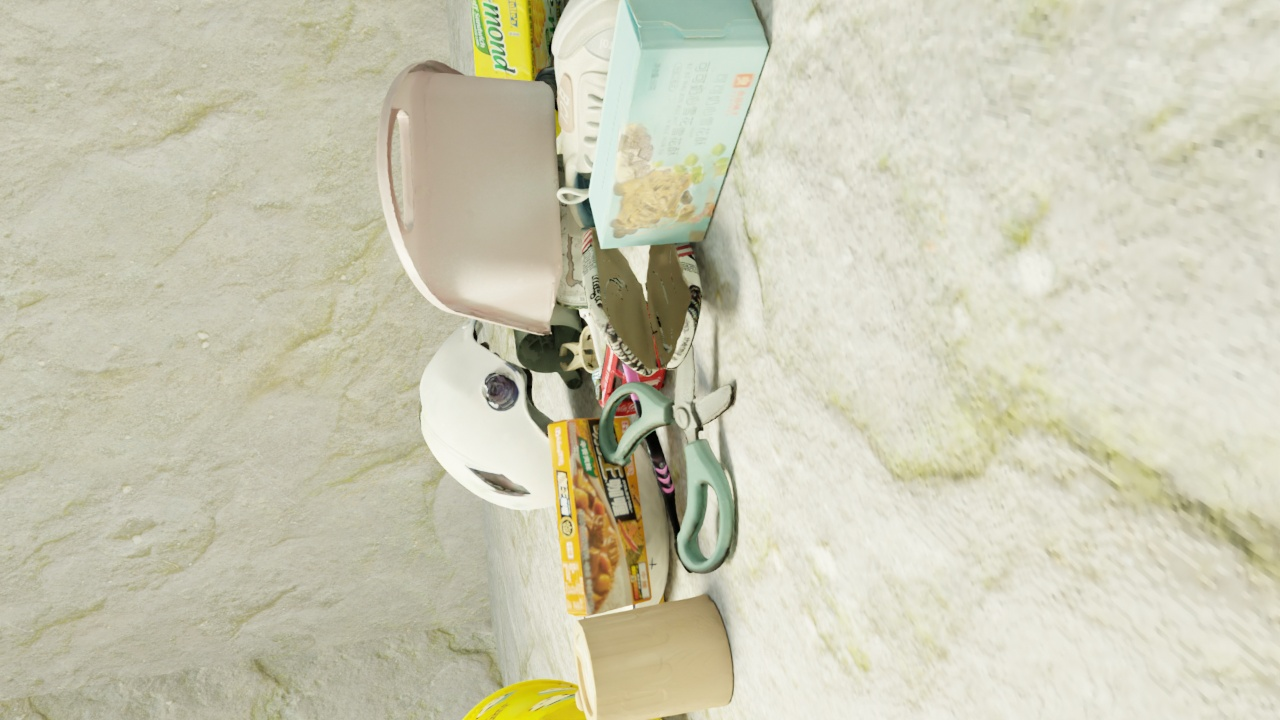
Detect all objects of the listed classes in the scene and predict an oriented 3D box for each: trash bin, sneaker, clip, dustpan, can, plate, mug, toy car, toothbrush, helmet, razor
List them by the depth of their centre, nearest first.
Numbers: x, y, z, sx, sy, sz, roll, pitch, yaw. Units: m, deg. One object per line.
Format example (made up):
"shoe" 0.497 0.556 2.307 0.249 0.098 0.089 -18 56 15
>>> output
"sneaker" -0.026 -0.174 0.679 0.243 0.089 0.090 107 169 -66
"mug" 0.004 0.240 0.713 0.125 0.103 0.084 105 155 -54
"toothbrush" 0.016 0.080 0.716 0.018 0.014 0.189 1 110 65
"toy car" -0.004 0.004 0.752 0.121 0.053 0.045 103 152 -48
"dustpan" -0.144 -0.142 0.803 0.274 0.138 0.222 149 117 -79
"plate" -0.028 0.157 0.872 0.205 0.045 0.205 175 90 -66
"trash bin" -0.072 0.419 0.875 0.256 0.229 0.229 129 134 -63
"razor" -0.073 -0.285 0.895 0.167 0.067 0.062 -105 16 -55
"can" -0.059 -0.128 0.904 0.058 0.058 0.147 -126 33 -63
"toothbrush" -0.055 -0.076 0.976 0.026 0.026 0.221 -19 73 33
"clip" -0.064 -0.012 1.025 0.099 0.034 0.066 153 111 -70
"helmet" -0.176 0.085 1.102 0.258 0.146 0.229 52 177 23
"mug" -0.109 -0.037 1.120 0.124 0.084 0.103 62 -172 -49

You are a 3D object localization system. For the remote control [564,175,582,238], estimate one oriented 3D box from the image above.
"remote control" -0.044 -0.185 0.822 0.021 0.058 0.150 10 108 43

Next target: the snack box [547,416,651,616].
"snack box" -0.033 0.123 0.744 0.026 0.075 0.153 -14 80 42

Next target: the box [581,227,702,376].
"box" -0.008 -0.050 0.646 0.162 0.087 0.076 -102 21 -55

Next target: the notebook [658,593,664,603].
"notebook" -0.002 0.208 0.913 0.146 0.010 0.206 127 135 -69

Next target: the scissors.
"scissors" 0.015 0.064 0.676 0.181 0.019 0.170 17 115 51

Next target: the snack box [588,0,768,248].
"snack box" 0.017 -0.142 0.567 0.175 0.074 0.051 107 154 -57

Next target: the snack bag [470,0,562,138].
"snack bag" -0.129 -0.331 0.975 0.157 0.068 0.247 -74 -11 -59
